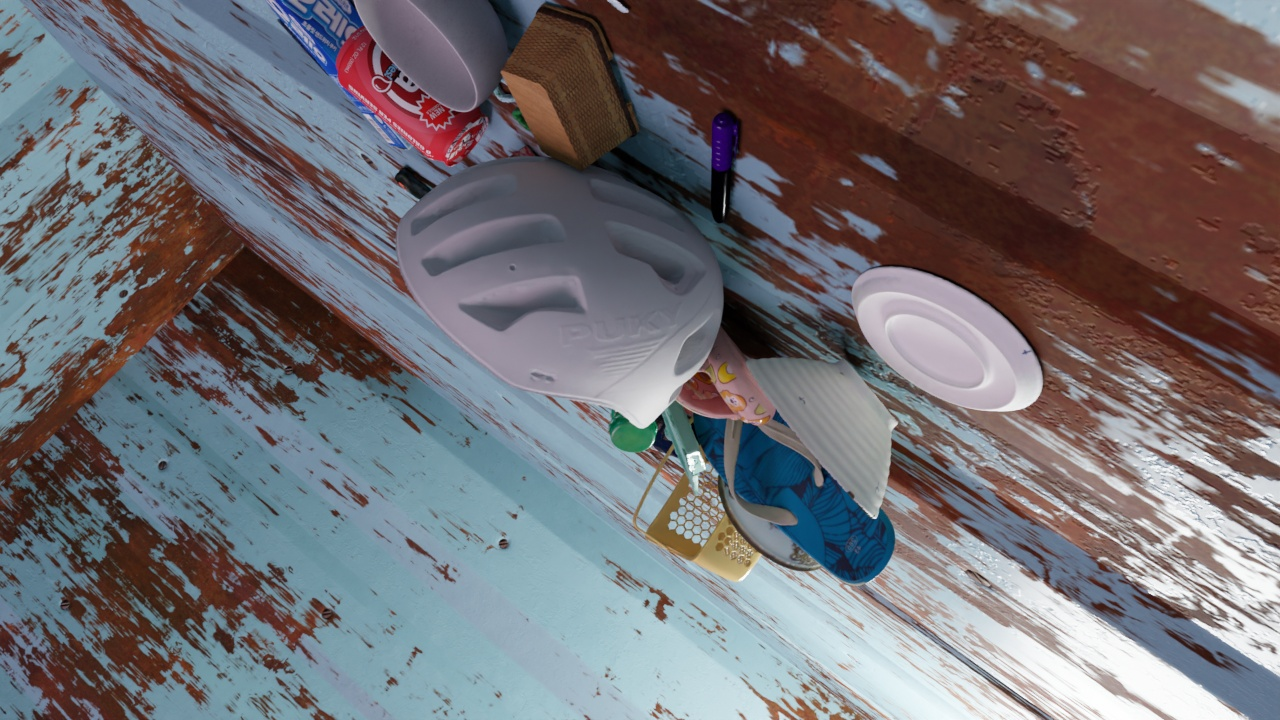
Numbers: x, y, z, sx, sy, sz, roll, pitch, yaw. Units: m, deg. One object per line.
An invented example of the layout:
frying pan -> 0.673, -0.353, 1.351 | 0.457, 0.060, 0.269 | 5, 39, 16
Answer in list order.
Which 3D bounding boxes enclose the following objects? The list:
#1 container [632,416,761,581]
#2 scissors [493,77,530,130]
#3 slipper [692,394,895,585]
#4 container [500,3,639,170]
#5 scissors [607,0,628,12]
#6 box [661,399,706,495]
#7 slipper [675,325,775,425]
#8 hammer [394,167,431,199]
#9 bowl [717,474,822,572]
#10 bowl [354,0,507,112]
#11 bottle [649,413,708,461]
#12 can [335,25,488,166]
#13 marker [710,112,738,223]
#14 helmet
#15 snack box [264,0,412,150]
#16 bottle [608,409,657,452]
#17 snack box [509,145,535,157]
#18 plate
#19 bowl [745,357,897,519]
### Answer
container -> 0.091, 0.170, 1.175 | 0.167, 0.183, 0.129 | 39, 166, -24
scissors -> -0.093, -0.231, 0.803 | 0.070, 0.014, 0.131 | 47, 164, -25
slipper -> 0.133, 0.110, 0.934 | 0.060, 0.118, 0.295 | 3, -146, -45
container -> -0.055, -0.202, 0.701 | 0.063, 0.061, 0.114 | 29, 162, 32
scissors -> -0.060, -0.276, 0.602 | 0.133, 0.015, 0.104 | 29, 160, 30
box -> 0.035, 0.057, 1.093 | 0.136, 0.033, 0.186 | 69, 180, -62
slipper -> 0.070, 0.019, 0.899 | 0.093, 0.081, 0.197 | 47, -174, -23
hammer -> -0.202, -0.165, 1.202 | 0.333, 0.033, 0.133 | 35, 165, 19
bowl -> 0.178, 0.142, 1.025 | 0.160, 0.159, 0.094 | 39, 124, 3
bowl -> -0.160, -0.273, 0.740 | 0.132, 0.064, 0.132 | 36, 164, 12
bottle -> 0.060, 0.113, 1.319 | 0.056, 0.056, 0.161 | 47, 163, -26
can -> -0.224, -0.260, 0.901 | 0.142, 0.074, 0.074 | 40, 164, -1
marker -> 0.063, -0.141, 0.693 | 0.018, 0.015, 0.134 | 8, 158, 7
helmet -> -0.064, -0.069, 0.771 | 0.282, 0.184, 0.224 | 13, -147, -19
snack box -> -0.303, -0.321, 0.946 | 0.059, 0.059, 0.226 | 25, 159, 53
bottle -> -0.005, 0.005, 0.927 | 0.068, 0.068, 0.209 | 49, -155, -32
snack box -> -0.154, -0.153, 1.033 | 0.076, 0.044, 0.273 | 48, 157, -8
plate -> 0.223, -0.011, 0.687 | 0.157, 0.014, 0.157 | 37, 164, 12
bowl -> 0.175, 0.048, 0.808 | 0.177, 0.071, 0.177 | 48, -171, -11
